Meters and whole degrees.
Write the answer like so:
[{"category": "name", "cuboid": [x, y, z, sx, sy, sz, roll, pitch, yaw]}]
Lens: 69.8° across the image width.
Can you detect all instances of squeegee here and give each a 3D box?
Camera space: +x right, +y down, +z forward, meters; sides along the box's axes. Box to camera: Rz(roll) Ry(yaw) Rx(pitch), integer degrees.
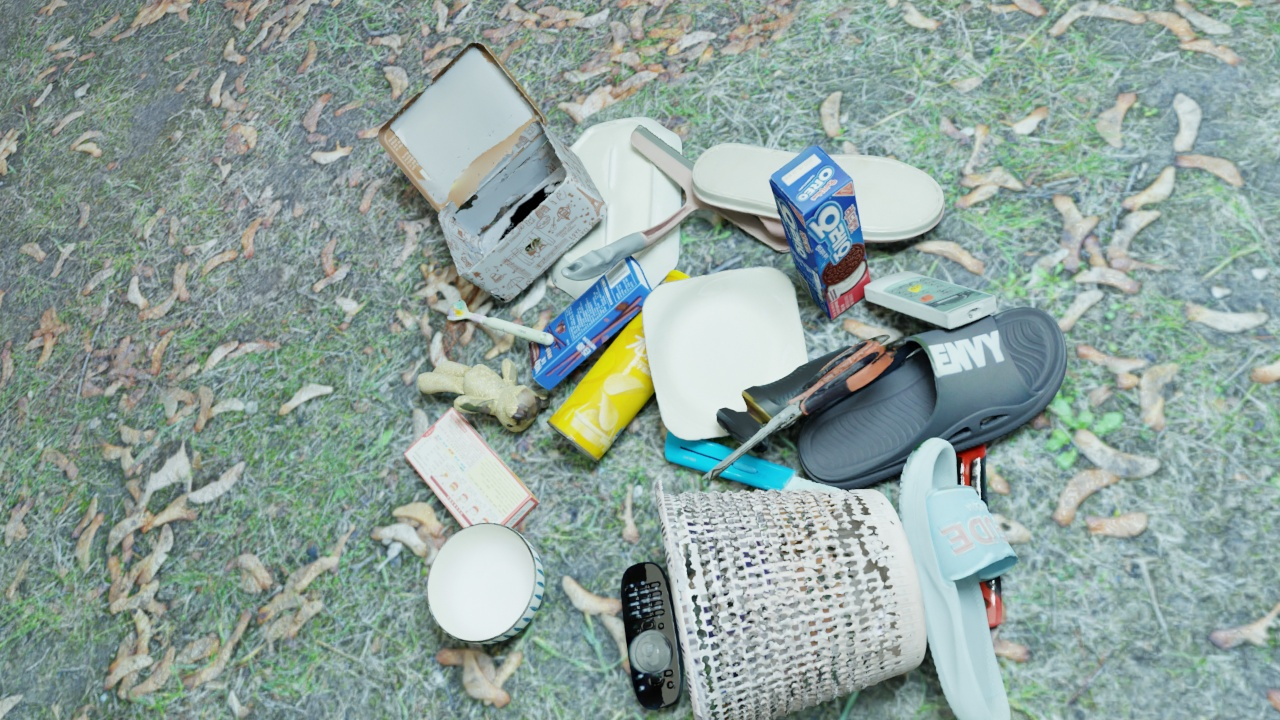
[{"category": "squeegee", "cuboid": [0.003, -0.137, 0.996, 0.247, 0.040, 0.248, 41, 53, 19]}]

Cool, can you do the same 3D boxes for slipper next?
[{"category": "slipper", "cuboid": [0.271, 0.179, 0.756, 0.074, 0.104, 0.245, -19, 65, 30]}, {"category": "slipper", "cuboid": [0.187, -0.177, 0.996, 0.275, 0.054, 0.114, 12, 63, 18]}, {"category": "slipper", "cuboid": [0.262, 0.034, 0.845, 0.268, 0.083, 0.110, -30, 57, 13]}]

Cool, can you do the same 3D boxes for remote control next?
[{"category": "remote control", "cuboid": [0.276, -0.061, 0.886, 0.056, 0.019, 0.135, -20, 22, -15]}, {"category": "remote control", "cuboid": [0.012, 0.260, 0.871, 0.053, 0.024, 0.136, -15, 63, 12]}]

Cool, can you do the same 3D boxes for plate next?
[{"category": "plate", "cuboid": [-0.032, -0.189, 1.094, 0.162, 0.034, 0.265, -5, 64, 17]}, {"category": "plate", "cuboid": [0.086, -0.007, 0.932, 0.163, 0.034, 0.164, -10, 89, -9]}]

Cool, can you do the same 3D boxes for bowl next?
[{"category": "bowl", "cuboid": [-0.147, 0.226, 0.918, 0.116, 0.066, 0.116, -6, 66, 14]}]

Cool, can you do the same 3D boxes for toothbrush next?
[{"category": "toothbrush", "cuboid": [-0.162, -0.041, 1.048, 0.190, 0.020, 0.029, 17, 72, 44]}]

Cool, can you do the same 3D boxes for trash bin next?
[{"category": "trash bin", "cuboid": [0.123, 0.197, 0.769, 0.192, 0.228, 0.227, -10, 62, 1]}]

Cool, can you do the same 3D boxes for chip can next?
[{"category": "chip can", "cuboid": [-0.006, 0.006, 0.972, 0.072, 0.072, 0.213, 35, 82, 29]}]

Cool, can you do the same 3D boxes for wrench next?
[{"category": "wrench", "cuboid": [0.308, 0.106, 0.845, 0.056, 0.016, 0.272, -3, 65, 24]}]

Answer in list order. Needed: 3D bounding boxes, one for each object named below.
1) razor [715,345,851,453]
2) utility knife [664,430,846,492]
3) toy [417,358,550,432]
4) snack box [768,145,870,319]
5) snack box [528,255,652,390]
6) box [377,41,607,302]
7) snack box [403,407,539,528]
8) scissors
[{"category": "razor", "cuboid": [0.155, 0.035, 0.902, 0.167, 0.068, 0.062, -29, 32, -15]}, {"category": "utility knife", "cuboid": [0.115, 0.109, 0.897, 0.216, 0.018, 0.034, 15, 73, 32]}, {"category": "toy", "cuboid": [-0.180, 0.037, 1.027, 0.157, 0.066, 0.104, 16, 28, 26]}, {"category": "snack box", "cuboid": [0.177, -0.117, 0.885, 0.058, 0.207, 0.057, -35, 59, 1]}, {"category": "snack box", "cuboid": [-0.056, -0.043, 0.999, 0.157, 0.026, 0.084, -41, 28, 11]}, {"category": "box", "cuboid": [-0.174, -0.221, 1.085, 0.179, 0.125, 0.273, -39, 73, 14]}, {"category": "snack box", "cuboid": [-0.187, 0.128, 1.002, 0.077, 0.027, 0.156, -44, 60, -5]}, {"category": "scissors", "cuboid": [0.148, 0.042, 0.824, 0.197, 0.204, 0.015, -27, 100, 38]}]
